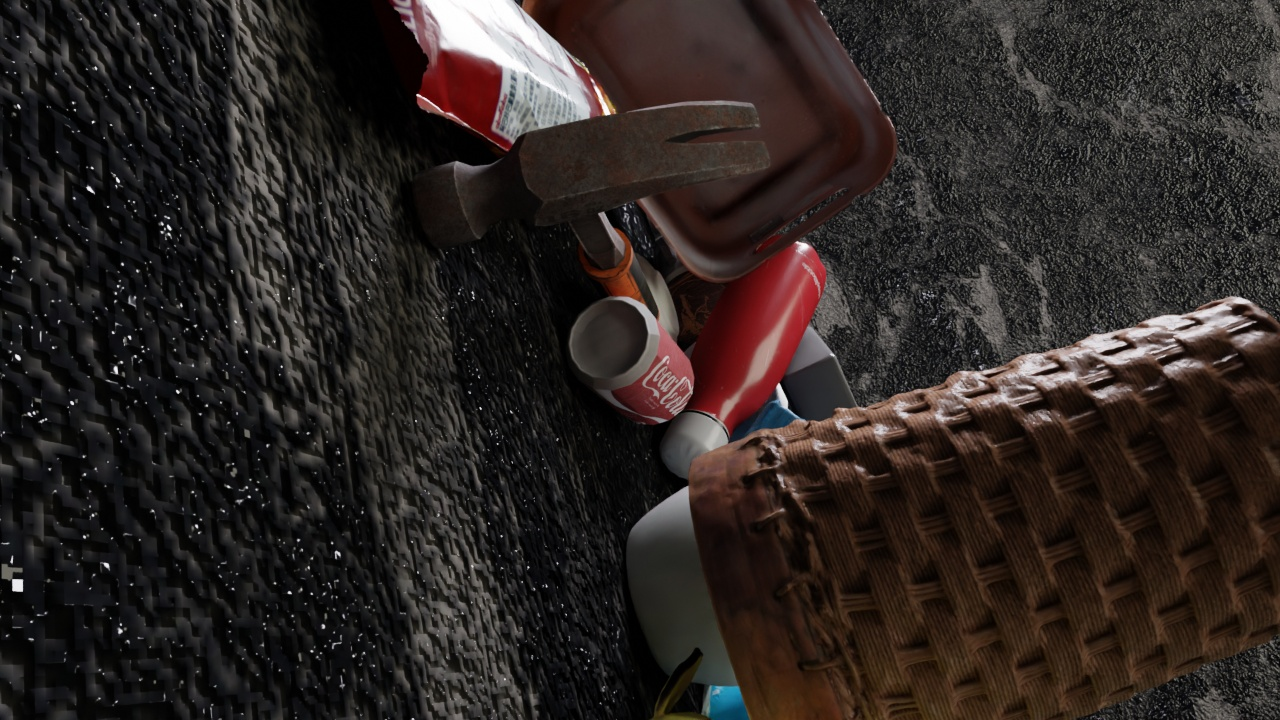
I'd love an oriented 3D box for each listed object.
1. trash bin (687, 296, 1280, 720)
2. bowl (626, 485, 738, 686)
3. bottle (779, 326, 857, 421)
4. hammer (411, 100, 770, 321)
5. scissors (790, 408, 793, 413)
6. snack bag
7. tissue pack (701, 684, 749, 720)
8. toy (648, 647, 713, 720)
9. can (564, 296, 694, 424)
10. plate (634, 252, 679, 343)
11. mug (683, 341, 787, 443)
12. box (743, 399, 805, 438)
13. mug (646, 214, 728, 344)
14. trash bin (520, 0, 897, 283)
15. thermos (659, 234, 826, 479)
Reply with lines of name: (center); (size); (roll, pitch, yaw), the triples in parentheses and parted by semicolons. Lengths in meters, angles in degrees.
trash bin: (0.142, 0.075, 0.361); (0.151, 0.210, 0.151); (-19, 89, -80)
bowl: (0.037, 0.122, 0.501); (0.116, 0.066, 0.116); (-17, 89, -78)
bottle: (0.166, 0.064, 0.779); (0.174, 0.046, 0.083); (63, 5, -18)
hammer: (-0.004, -0.057, 0.499); (0.314, 0.138, 0.035); (53, 23, -80)
scissors: (0.157, 0.157, 0.878); (0.229, 0.016, 0.225); (-146, -130, -64)
snack bag: (-0.072, -0.147, 0.424); (0.139, 0.067, 0.207); (69, 13, 14)
tissue pack: (0.071, 0.247, 0.479); (0.209, 0.066, 0.117); (-55, 124, -74)
toy: (0.036, 0.221, 0.301); (0.149, 0.084, 0.214); (-148, -143, -75)
can: (-0.003, 0.003, 0.529); (0.096, 0.054, 0.054); (46, 28, -65)
plate: (0.010, -0.042, 0.729); (0.104, 0.026, 0.104); (-17, 89, -79)
mug: (0.085, 0.012, 0.809); (0.087, 0.081, 0.114); (44, 67, -54)
box: (0.129, 0.114, 0.734); (0.112, 0.094, 0.231); (34, -6, 15)
mug: (0.041, -0.089, 0.838); (0.116, 0.080, 0.107); (47, 22, -30)
trash bin: (0.052, -0.218, 0.715); (0.260, 0.182, 0.157); (52, 14, -13)
thermos: (0.077, -0.004, 0.704); (0.239, 0.073, 0.073); (-58, 134, -40)
